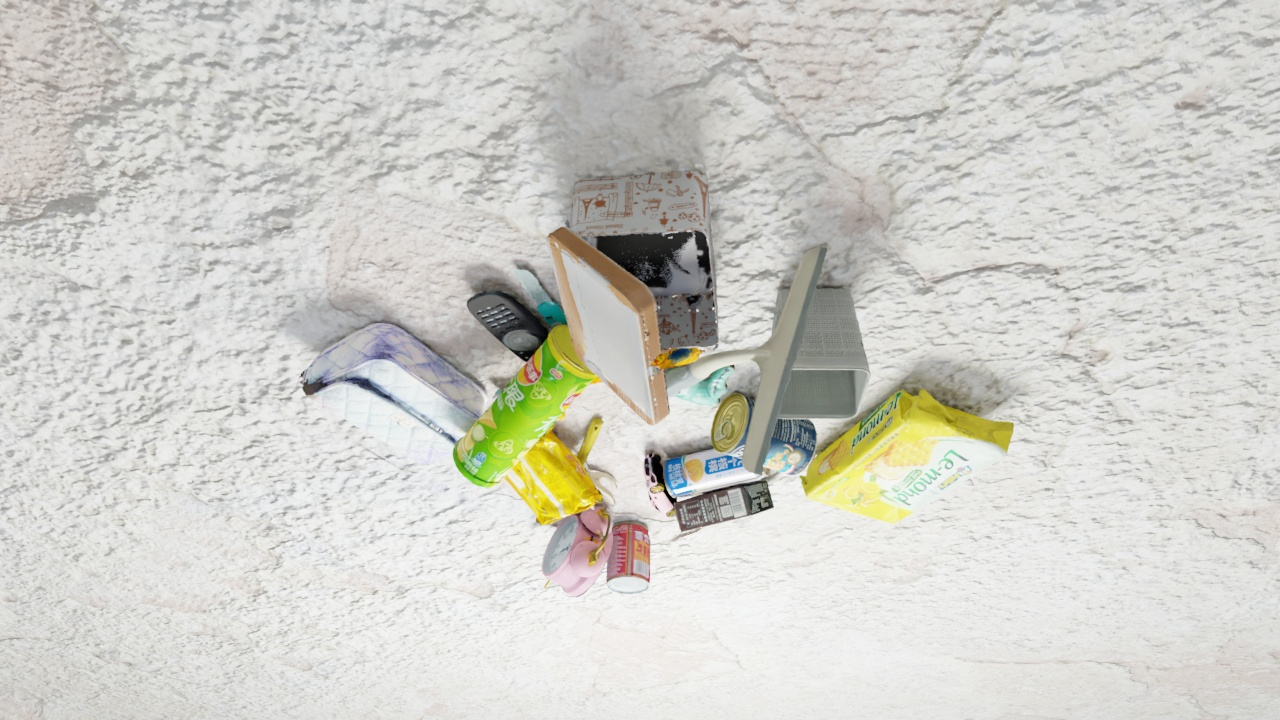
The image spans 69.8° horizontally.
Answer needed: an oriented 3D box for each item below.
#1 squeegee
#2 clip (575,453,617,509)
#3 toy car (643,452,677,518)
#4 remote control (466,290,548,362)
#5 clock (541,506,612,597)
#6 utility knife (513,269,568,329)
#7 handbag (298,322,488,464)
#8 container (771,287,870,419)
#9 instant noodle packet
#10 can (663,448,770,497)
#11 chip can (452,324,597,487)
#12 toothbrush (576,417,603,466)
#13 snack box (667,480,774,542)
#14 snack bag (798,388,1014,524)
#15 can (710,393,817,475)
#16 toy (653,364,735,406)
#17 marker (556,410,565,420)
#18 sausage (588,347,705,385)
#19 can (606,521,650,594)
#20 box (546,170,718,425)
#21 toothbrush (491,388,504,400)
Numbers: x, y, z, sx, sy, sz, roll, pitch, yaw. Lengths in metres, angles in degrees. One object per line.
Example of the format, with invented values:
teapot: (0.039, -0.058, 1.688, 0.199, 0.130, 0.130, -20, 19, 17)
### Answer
squeegee: (0.072, 0.010, 0.958, 0.039, 0.246, 0.247, 29, 157, -22)
clip: (-0.083, 0.172, 1.278, 0.104, 0.034, 0.084, 33, 133, -29)
toy car: (0.025, 0.174, 1.259, 0.037, 0.056, 0.122, -16, 140, 11)
remote control: (-0.138, -0.039, 1.002, 0.053, 0.024, 0.136, -19, 141, 20)
clock: (-0.087, 0.278, 1.355, 0.060, 0.117, 0.159, 33, 136, -19)
utility knife: (-0.087, -0.036, 1.014, 0.029, 0.013, 0.207, -14, 141, 17)
handbag: (-0.282, 0.046, 1.079, 0.134, 0.075, 0.194, -23, 136, 26)
container: (0.181, -0.010, 0.956, 0.090, 0.114, 0.090, 1, 144, 1)
instant noodle packet: (-0.124, 0.149, 1.207, 0.111, 0.044, 0.128, -26, 106, 29)
can: (0.101, 0.143, 1.215, 0.135, 0.053, 0.053, -16, 140, 22)
chip can: (-0.130, 0.056, 1.030, 0.072, 0.072, 0.222, 25, 123, -29)
toothbrush: (-0.085, 0.147, 1.223, 0.015, 0.016, 0.191, 18, 128, -9)
snack box: (0.107, 0.205, 1.261, 0.126, 0.053, 0.113, -17, 170, 23)
snack bag: (0.329, 0.122, 1.168, 0.158, 0.068, 0.247, 18, 140, -20)
can: (0.153, 0.092, 1.127, 0.111, 0.075, 0.076, 20, 140, -24)
toy: (0.066, 0.028, 1.085, 0.091, 0.030, 0.097, 17, 133, -28)
marker: (-0.154, 0.071, 1.161, 0.124, 0.015, 0.018, -6, 141, 14)
sausage: (-0.006, 0.006, 1.051, 0.165, 0.021, 0.021, -13, 142, 8)
can: (-0.018, 0.300, 1.396, 0.066, 0.093, 0.067, 1, 144, 0)
box: (-0.004, -0.051, 0.854, 0.153, 0.177, 0.183, -5, 143, 6)
toothbrush: (-0.103, 0.016, 1.066, 0.190, 0.021, 0.029, -23, 175, 36)
